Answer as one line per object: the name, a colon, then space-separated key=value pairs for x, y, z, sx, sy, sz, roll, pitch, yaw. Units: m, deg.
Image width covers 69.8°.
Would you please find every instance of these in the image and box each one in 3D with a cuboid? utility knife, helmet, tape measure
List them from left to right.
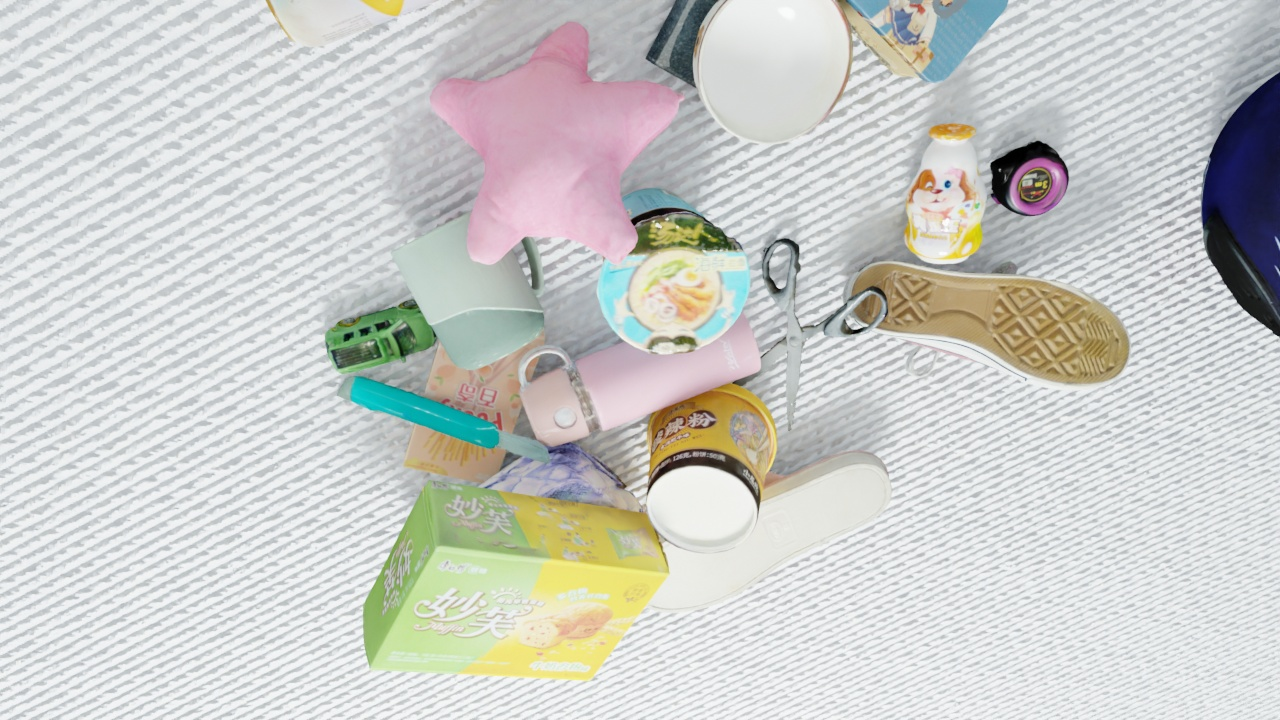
utility knife: x=-0.165 y=0.050 z=0.765 sx=0.196 sy=0.013 sz=0.029 roll=19 pitch=112 yaw=10
tape measure: x=0.325 y=-0.151 z=0.769 sx=0.057 sy=0.039 sz=0.058 roll=-27 pitch=114 yaw=5
helmet: x=0.590 y=-0.103 z=0.720 sx=0.247 sy=0.240 sz=0.315 roll=-33 pitch=108 yaw=9

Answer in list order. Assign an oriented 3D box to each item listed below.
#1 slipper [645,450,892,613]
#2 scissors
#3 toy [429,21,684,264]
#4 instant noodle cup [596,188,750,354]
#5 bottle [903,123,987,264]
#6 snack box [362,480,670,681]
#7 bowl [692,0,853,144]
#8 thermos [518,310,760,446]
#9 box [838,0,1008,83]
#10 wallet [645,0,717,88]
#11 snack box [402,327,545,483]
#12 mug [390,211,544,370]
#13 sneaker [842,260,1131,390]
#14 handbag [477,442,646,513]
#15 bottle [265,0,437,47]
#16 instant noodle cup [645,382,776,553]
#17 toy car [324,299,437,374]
slipper: x=0.111 y=0.160 z=0.891 sx=0.275 sy=0.054 sz=0.114 roll=-29 pitch=119 yaw=9
scissors: x=0.133 y=-0.023 z=0.793 sx=0.182 sy=0.014 sz=0.159 roll=-25 pitch=95 yaw=33
toy: x=-0.050 y=-0.148 z=0.643 sx=0.178 sy=0.194 sz=0.074 roll=-20 pitch=160 yaw=3
instant noodle cup: x=0.015 y=-0.078 z=0.708 sx=0.111 sy=0.120 sz=0.111 roll=-4 pitch=117 yaw=-8
bottle: x=0.250 y=-0.136 z=0.750 sx=0.063 sy=0.063 sz=0.108 roll=-8 pitch=119 yaw=-6
snack box: x=-0.104 y=0.190 z=0.763 sx=0.209 sy=0.070 sz=0.158 roll=14 pitch=123 yaw=-30
bowl: x=0.089 y=-0.218 z=0.659 sx=0.113 sy=0.062 sz=0.114 roll=-5 pitch=117 yaw=-10
thermos: x=-0.005 y=0.005 z=0.771 sx=0.198 sy=0.067 sz=0.087 roll=-19 pitch=107 yaw=-5
box: x=0.171 y=-0.286 z=0.652 sx=0.184 sy=0.064 sz=0.090 roll=32 pitch=101 yaw=-26
wallet: x=0.077 y=-0.242 z=0.690 sx=0.120 sy=0.019 sz=0.097 roll=23 pitch=111 yaw=-22
snack box: x=-0.145 y=0.033 z=0.794 sx=0.084 sy=0.026 sz=0.157 roll=14 pitch=114 yaw=-17
mug: x=-0.119 y=-0.060 z=0.711 sx=0.111 sy=0.082 sz=0.106 roll=-36 pitch=104 yaw=-38
sneaker: x=0.294 y=-0.034 z=0.801 sx=0.241 sy=0.088 sz=0.118 roll=13 pitch=93 yaw=6
handbag: x=-0.104 y=0.157 z=0.835 sx=0.194 sy=0.075 sz=0.134 roll=-32 pitch=135 yaw=9
bottle: x=-0.154 y=-0.269 z=0.606 sx=0.189 sy=0.068 sz=0.068 roll=-21 pitch=119 yaw=1
instant noodle cup: x=0.058 y=0.096 z=0.796 sx=0.118 sy=0.114 sz=0.119 roll=5 pitch=121 yaw=8
toy car: x=-0.212 y=-0.017 z=0.752 sx=0.091 sy=0.036 sz=0.043 roll=-19 pitch=118 yaw=-4
